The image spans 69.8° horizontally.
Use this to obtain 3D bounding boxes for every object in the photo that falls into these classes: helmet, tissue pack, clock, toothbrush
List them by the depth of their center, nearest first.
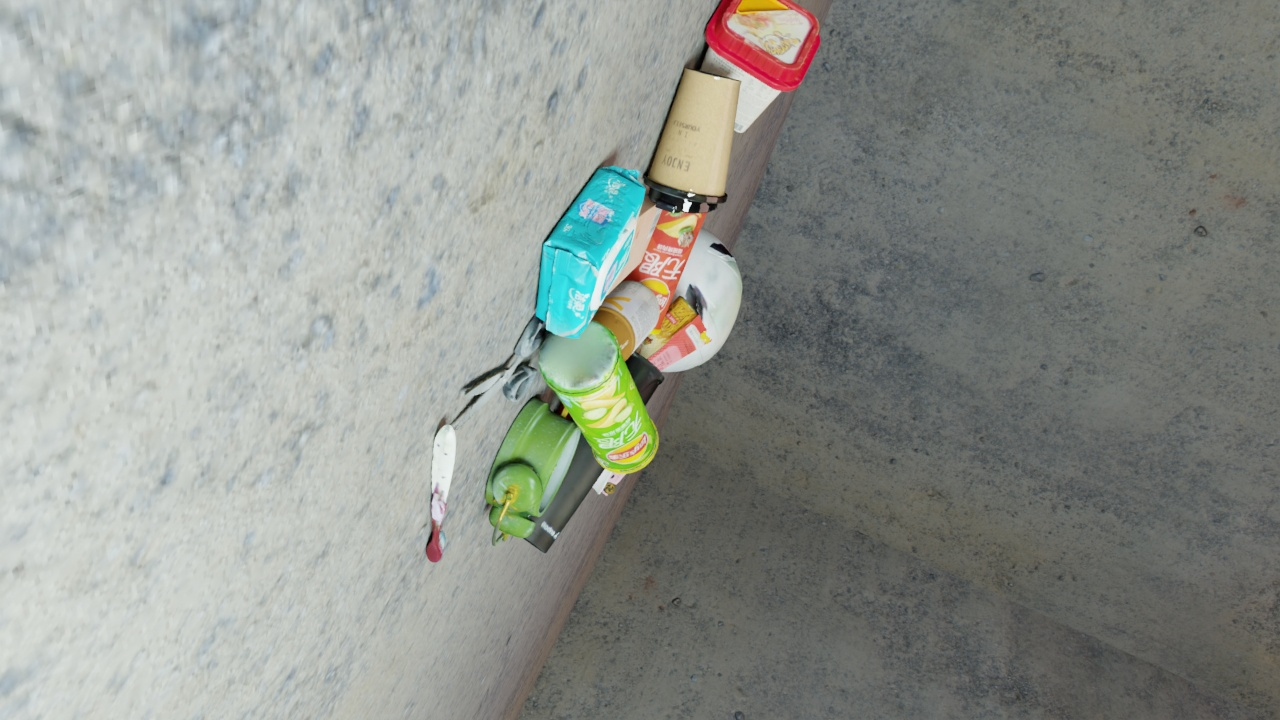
[{"bbox_3d":[-0.153,0.105,0.708,0.188,0.016,0.017,108,0,-47],"label":"toothbrush"},{"bbox_3d":[-0.040,-0.093,0.769,0.093,0.050,0.133,106,9,-50],"label":"tissue pack"},{"bbox_3d":[-0.112,0.113,0.916,0.116,0.056,0.160,105,11,-53],"label":"clock"},{"bbox_3d":[0.070,-0.083,1.347,0.259,0.146,0.228,102,12,-62],"label":"helmet"}]

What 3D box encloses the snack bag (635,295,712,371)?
[{"bbox_3d":[-0.007,0.007,1.196,0.208,0.073,0.128,-38,-178,0],"label":"snack bag"}]

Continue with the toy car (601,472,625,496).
[{"bbox_3d":[-0.026,0.157,1.410,0.123,0.037,0.056,-51,180,25],"label":"toy car"}]

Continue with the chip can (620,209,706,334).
[{"bbox_3d":[0.030,-0.141,1.109,0.073,0.073,0.217,-43,157,-76],"label":"chip can"}]

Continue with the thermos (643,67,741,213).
[{"bbox_3d":[0.059,-0.230,0.970,0.092,0.093,0.143,-52,157,-68],"label":"thermos"}]

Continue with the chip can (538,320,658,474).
[{"bbox_3d":[-0.035,0.039,0.865,0.072,0.073,0.221,-64,159,-19],"label":"chip can"}]

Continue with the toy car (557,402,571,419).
[{"bbox_3d":[-0.063,0.044,1.103,0.045,0.053,0.120,32,82,-45],"label":"toy car"}]

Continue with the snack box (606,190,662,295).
[{"bbox_3d":[-0.014,-0.129,0.983,0.157,0.026,0.085,-52,165,-67],"label":"snack box"}]

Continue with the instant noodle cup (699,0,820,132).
[{"bbox_3d":[0.119,-0.331,1.020,0.116,0.116,0.124,-63,-174,-30],"label":"instant noodle cup"}]

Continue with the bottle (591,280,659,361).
[{"bbox_3d":[-0.036,-0.028,0.978,0.189,0.068,0.068,-51,164,-59],"label":"bottle"}]

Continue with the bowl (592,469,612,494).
[{"bbox_3d":[-0.065,0.130,1.352,0.118,0.065,0.118,-159,-86,-87],"label":"bowl"}]

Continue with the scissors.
[{"bbox_3d":[-0.110,0.016,0.748,0.163,0.014,0.164,102,12,-62],"label":"scissors"}]

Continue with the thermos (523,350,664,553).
[{"bbox_3d":[-0.071,0.093,1.036,0.068,0.090,0.242,17,-112,51],"label":"thermos"}]
